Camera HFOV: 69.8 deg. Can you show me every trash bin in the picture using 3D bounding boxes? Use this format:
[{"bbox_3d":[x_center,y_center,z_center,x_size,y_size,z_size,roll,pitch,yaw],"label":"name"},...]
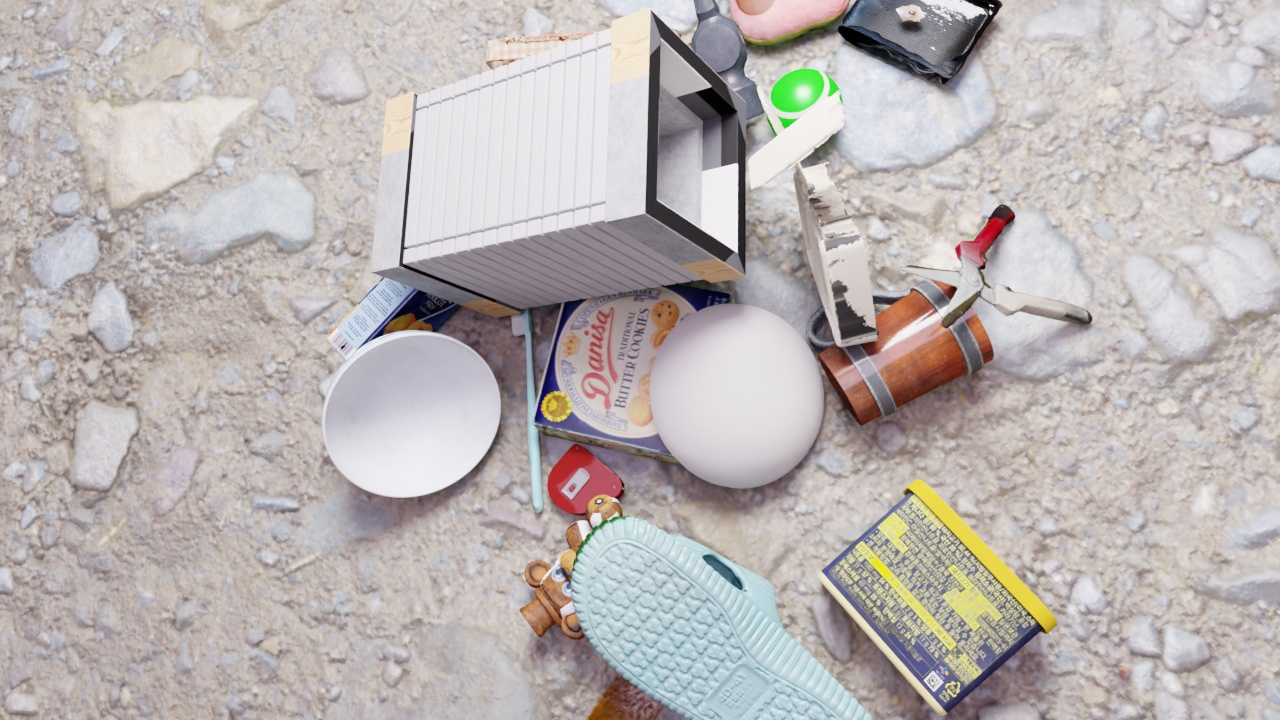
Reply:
[{"bbox_3d":[-0.062,-0.133,0.704,0.247,0.142,0.142,-7,75,32],"label":"trash bin"}]

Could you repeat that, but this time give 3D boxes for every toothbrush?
[{"bbox_3d":[-0.096,0.041,0.794,0.016,0.016,0.180,-8,74,5],"label":"toothbrush"}]

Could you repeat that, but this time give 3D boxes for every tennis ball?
[{"bbox_3d":[0.141,-0.217,0.789,0.065,0.065,0.065,-2,76,9],"label":"tennis ball"}]

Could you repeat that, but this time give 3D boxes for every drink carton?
[{"bbox_3d":[-0.207,-0.046,0.809,0.040,0.064,0.130,41,87,23],"label":"drink carton"}]

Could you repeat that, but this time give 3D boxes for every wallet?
[{"bbox_3d":[0.246,-0.302,0.811,0.115,0.026,0.089,33,83,14],"label":"wallet"}]

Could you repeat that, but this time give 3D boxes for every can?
[{"bbox_3d":[0.212,0.174,0.676,0.104,0.075,0.135,-42,73,1],"label":"can"}]

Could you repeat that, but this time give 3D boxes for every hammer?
[{"bbox_3d":[-0.062,-0.228,0.819,0.322,0.040,0.129,-16,104,17],"label":"hammer"}]

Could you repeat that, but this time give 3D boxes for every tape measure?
[{"bbox_3d":[-0.048,0.105,0.767,0.059,0.019,0.051,38,85,16],"label":"tape measure"}]

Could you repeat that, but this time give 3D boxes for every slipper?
[{"bbox_3d":[0.063,0.219,0.687,0.276,0.069,0.116,40,102,-1],"label":"slipper"}]

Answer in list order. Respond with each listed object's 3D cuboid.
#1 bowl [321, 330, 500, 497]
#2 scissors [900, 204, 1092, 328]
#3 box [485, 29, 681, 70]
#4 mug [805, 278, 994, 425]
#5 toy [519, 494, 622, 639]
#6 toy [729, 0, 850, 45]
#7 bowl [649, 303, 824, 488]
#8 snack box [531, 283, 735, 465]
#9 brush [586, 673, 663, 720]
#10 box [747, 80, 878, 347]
[{"bbox_3d":[-0.198,0.034,0.771,0.144,0.144,0.074,-47,34,-3],"label":"bowl"},{"bbox_3d":[0.278,-0.063,0.704,0.179,0.015,0.198,32,47,-9],"label":"scissors"},{"bbox_3d":[-0.053,-0.270,0.845,0.187,0.056,0.067,0,108,12],"label":"box"},{"bbox_3d":[0.198,-0.017,0.731,0.111,0.081,0.117,-31,49,5],"label":"mug"},{"bbox_3d":[-0.045,0.171,0.728,0.112,0.067,0.087,-36,56,-13],"label":"toy"},{"bbox_3d":[0.135,-0.332,0.826,0.110,0.051,0.090,-6,82,5],"label":"toy"},{"bbox_3d":[0.084,0.024,0.720,0.149,0.043,0.149,3,81,-16],"label":"bowl"},{"bbox_3d":[-0.005,0.005,0.772,0.145,0.042,0.144,11,78,12],"label":"snack box"},{"bbox_3d":[0.000,0.258,0.722,0.048,0.017,0.126,34,84,16],"label":"brush"},{"bbox_3d":[0.123,-0.113,0.690,0.080,0.180,0.143,-13,32,8],"label":"box"}]
